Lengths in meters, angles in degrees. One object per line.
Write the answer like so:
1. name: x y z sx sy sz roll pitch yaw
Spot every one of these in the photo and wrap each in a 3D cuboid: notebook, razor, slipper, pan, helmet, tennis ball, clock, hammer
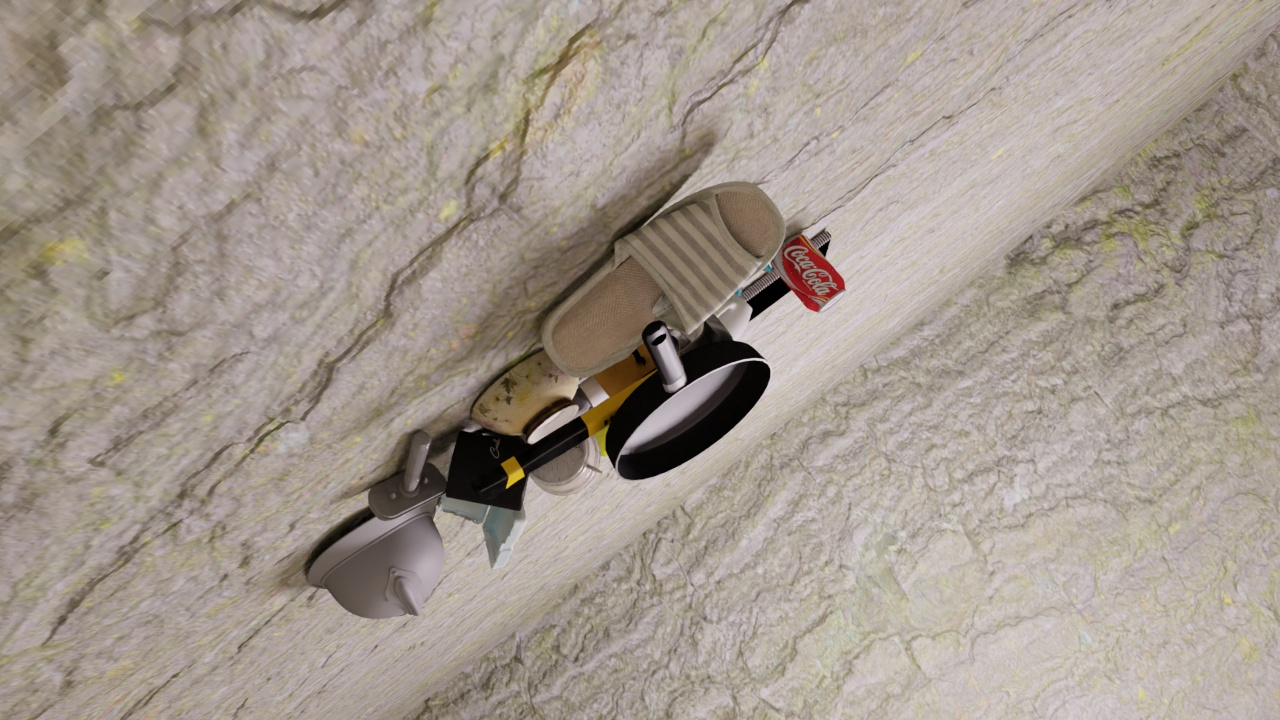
1. notebook: 0.202 -0.110 1.412 0.206 0.016 0.149 -37 166 -3
2. razor: -0.250 0.119 1.016 0.088 0.047 0.116 -25 154 -39
3. slipper: 0.016 -0.075 0.899 0.273 0.114 0.054 -33 -174 14
4. pan: 0.036 0.027 0.932 0.204 0.044 0.356 -35 155 -3
5. helmet: -0.318 0.281 1.189 0.183 0.117 0.272 -32 166 -20
6. tennis ball: -0.054 0.114 1.399 0.065 0.065 0.065 -35 165 -11
7. clock: -0.131 0.132 1.244 0.157 0.103 0.061 -13 160 8
8. hammer: -0.035 0.053 0.976 0.324 0.034 0.170 -31 156 -14

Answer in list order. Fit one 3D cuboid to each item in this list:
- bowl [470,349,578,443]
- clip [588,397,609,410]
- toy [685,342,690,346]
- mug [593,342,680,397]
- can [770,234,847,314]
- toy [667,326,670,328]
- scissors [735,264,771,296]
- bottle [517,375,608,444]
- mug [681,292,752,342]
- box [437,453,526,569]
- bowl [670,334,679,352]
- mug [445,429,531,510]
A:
1. bowl: -0.118 0.050 1.057 0.145 0.063 0.145 -34 165 -10
2. clip: -0.063 0.076 1.351 0.075 0.023 0.043 -33 167 -9
3. toy: 0.074 0.038 1.413 0.176 0.096 0.112 -42 -154 27
4. mug: -0.013 -0.008 1.058 0.100 0.094 0.124 -36 161 -6
5. can: 0.235 -0.120 1.278 0.064 0.104 0.064 -35 165 -11
6. toy: 0.069 -0.078 1.145 0.118 0.043 0.092 -39 168 19
7. scissors: 0.143 -0.119 1.239 0.155 0.019 0.125 -22 157 -41
8. bottle: -0.117 0.078 1.180 0.173 0.046 0.084 -35 165 -10
9. mug: 0.105 -0.053 1.247 0.089 0.071 0.107 -48 168 1
10. box: -0.204 0.195 1.183 0.074 0.126 0.198 -62 180 -33
11. bowl: -0.007 0.007 1.160 0.060 0.114 0.115 27 127 -23
12. mug: -0.172 0.119 1.076 0.113 0.088 0.078 -87 -170 -60
